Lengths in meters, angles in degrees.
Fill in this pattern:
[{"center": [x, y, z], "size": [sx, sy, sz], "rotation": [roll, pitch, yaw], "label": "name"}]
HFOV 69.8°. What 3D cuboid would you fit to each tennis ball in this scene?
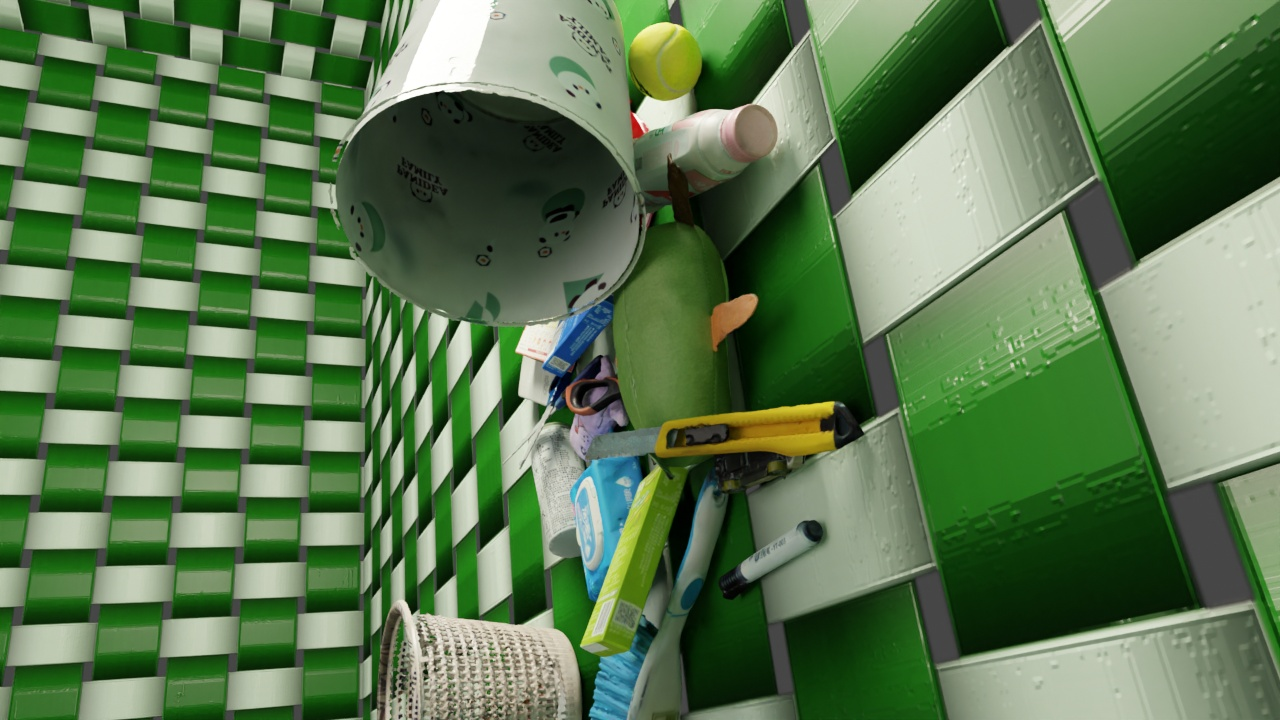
[{"center": [0.022, -0.263, 0.809], "size": [0.065, 0.065, 0.065], "rotation": [-177, 90, -67], "label": "tennis ball"}]

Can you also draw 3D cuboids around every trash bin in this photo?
[{"center": [-0.176, 0.376, 1.005], "size": [0.228, 0.192, 0.227], "rotation": [-176, 90, -66], "label": "trash bin"}, {"center": [-0.106, -0.195, 0.744], "size": [0.230, 0.229, 0.251], "rotation": [121, 158, -46], "label": "trash bin"}]

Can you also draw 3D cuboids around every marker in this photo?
[{"center": [0.090, 0.143, 0.651], "size": [0.131, 0.018, 0.022], "rotation": [128, 147, -54], "label": "marker"}]

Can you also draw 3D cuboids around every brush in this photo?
[{"center": [0.017, 0.229, 0.771], "size": [0.109, 0.060, 0.314], "rotation": [17, 100, 60], "label": "brush"}]

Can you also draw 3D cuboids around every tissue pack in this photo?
[{"center": [-0.030, 0.152, 0.876], "size": [0.095, 0.052, 0.157], "rotation": [120, 145, -50], "label": "tissue pack"}]

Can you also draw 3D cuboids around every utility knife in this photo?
[{"center": [0.047, 0.054, 0.630], "size": [0.220, 0.015, 0.033], "rotation": [-9, 75, 34], "label": "utility knife"}]

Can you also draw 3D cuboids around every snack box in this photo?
[{"center": [-0.050, -0.052, 0.912], "size": [0.158, 0.026, 0.084], "rotation": [-45, 24, 54], "label": "snack box"}, {"center": [-0.103, -0.034, 1.081], "size": [0.156, 0.027, 0.077], "rotation": [15, 82, 66], "label": "snack box"}, {"center": [-0.005, 0.166, 0.765], "size": [0.086, 0.026, 0.156], "rotation": [126, 166, -63], "label": "snack box"}]

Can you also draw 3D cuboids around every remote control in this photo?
[{"center": [-0.122, 0.025, 1.150], "size": [0.150, 0.021, 0.058], "rotation": [-170, 87, -66], "label": "remote control"}]

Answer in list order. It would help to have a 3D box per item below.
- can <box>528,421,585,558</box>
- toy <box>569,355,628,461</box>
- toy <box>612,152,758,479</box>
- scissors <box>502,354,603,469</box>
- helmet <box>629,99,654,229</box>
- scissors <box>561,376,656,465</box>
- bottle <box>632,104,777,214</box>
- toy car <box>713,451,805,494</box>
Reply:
[{"center": [-0.084, 0.139, 1.001], "size": [0.146, 0.058, 0.058], "rotation": [-109, 32, -41], "label": "can"}, {"center": [-0.043, 0.060, 0.939], "size": [0.108, 0.039, 0.083], "rotation": [-57, 39, 40], "label": "toy"}, {"center": [0.026, -0.028, 0.738], "size": [0.227, 0.090, 0.246], "rotation": [156, 112, -66], "label": "toy"}, {"center": [-0.094, 0.049, 1.010], "size": [0.163, 0.012, 0.175], "rotation": [-39, 20, 30], "label": "scissors"}, {"center": [-0.090, -0.187, 0.965], "size": [0.240, 0.143, 0.207], "rotation": [-146, 64, -62], "label": "helmet"}, {"center": [-0.008, 0.007, 0.863], "size": [0.226, 0.015, 0.188], "rotation": [-7, 65, 51], "label": "scissors"}, {"center": [0.039, -0.167, 0.757], "size": [0.197, 0.068, 0.068], "rotation": [0, 87, 63], "label": "bottle"}, {"center": [0.086, 0.067, 0.651], "size": [0.091, 0.035, 0.042], "rotation": [-37, 55, 53], "label": "toy car"}]
